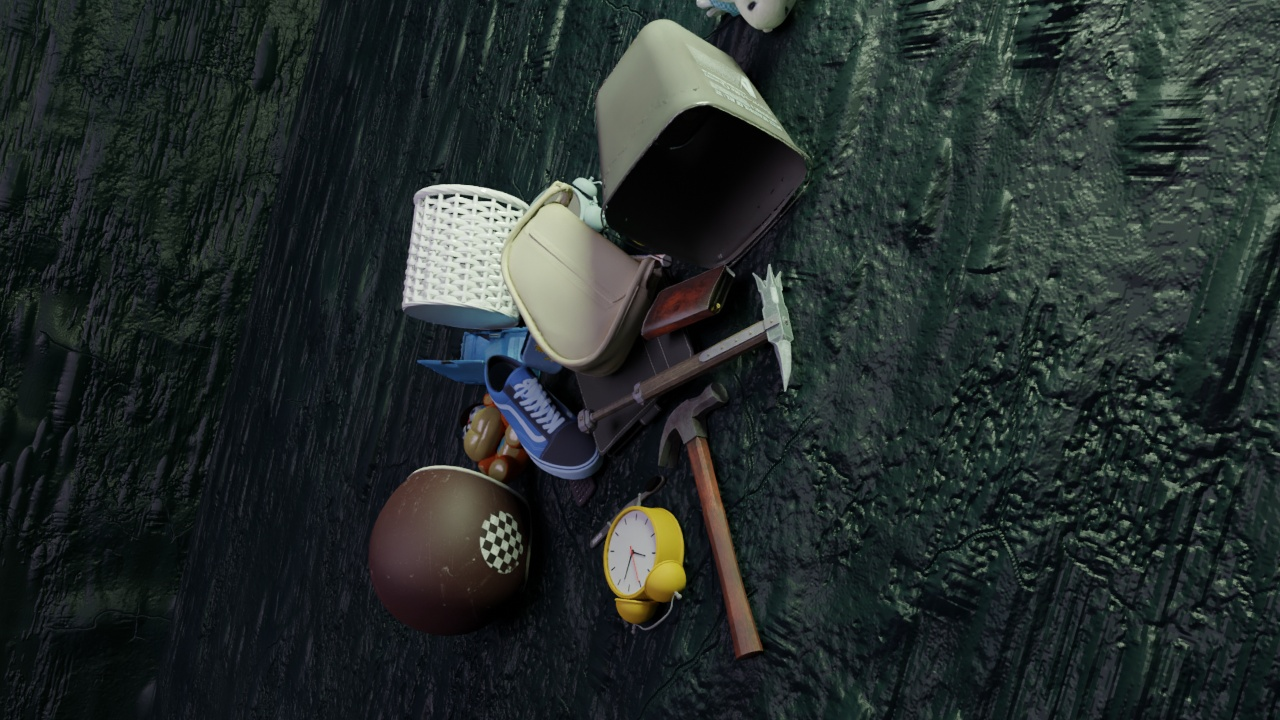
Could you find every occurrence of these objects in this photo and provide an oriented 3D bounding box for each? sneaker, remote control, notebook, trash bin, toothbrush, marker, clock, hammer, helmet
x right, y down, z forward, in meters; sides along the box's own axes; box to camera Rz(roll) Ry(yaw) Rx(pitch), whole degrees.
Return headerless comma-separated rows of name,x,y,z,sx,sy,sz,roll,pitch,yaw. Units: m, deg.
sneaker,-0.146,0.070,1.260,0.083,0.098,0.241,-39,51,-15
remote control,-0.093,0.146,1.279,0.047,0.009,0.124,-55,42,26
notebook,-0.007,0.007,1.195,0.210,0.029,0.169,-49,45,34
trash bin,0.054,-0.260,1.076,0.198,0.197,0.219,-47,40,33
toothbrush,-0.020,0.194,1.170,0.168,0.013,0.012,-49,45,35
marker,-0.009,-0.135,1.249,0.146,0.017,0.017,7,85,53
clock,-0.110,-0.205,1.359,0.160,0.045,0.122,-33,57,25
hammer,0.084,0.181,1.025,0.111,0.028,0.300,-39,51,38
hammer,0.042,0.022,1.077,0.318,0.028,0.146,-28,55,33
clock,0.004,0.243,1.092,0.114,0.052,0.151,-46,43,34
helmet,-0.274,0.267,1.325,0.234,0.234,0.252,-8,49,25

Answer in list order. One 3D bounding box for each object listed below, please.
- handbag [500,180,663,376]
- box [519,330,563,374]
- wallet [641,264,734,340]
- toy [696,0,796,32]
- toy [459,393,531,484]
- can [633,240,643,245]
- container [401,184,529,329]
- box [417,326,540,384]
handbag,-0.076,-0.099,1.213,0.229,0.132,0.184,41,96,22
box,-0.106,-0.079,1.299,0.064,0.069,0.210,32,107,38
wallet,0.054,-0.068,1.085,0.123,0.019,0.072,-19,40,50
toy,0.129,-0.444,1.107,0.206,0.130,0.105,1,100,65
toy,-0.219,0.116,1.393,0.112,0.096,0.176,-67,27,4
can,0.012,-0.209,1.201,0.068,0.067,0.105,-34,54,42
container,-0.275,-0.159,1.459,0.190,0.189,0.186,-7,75,51
box,-0.260,-0.011,1.460,0.232,0.110,0.094,1,81,52
